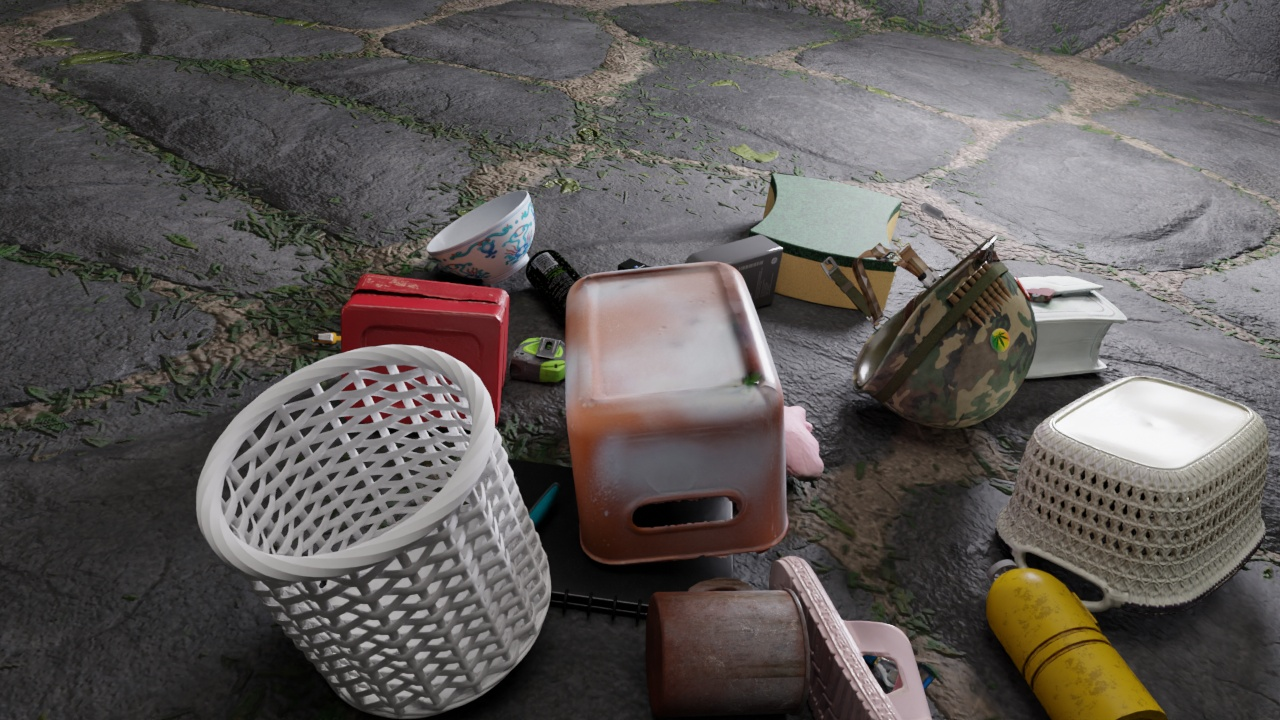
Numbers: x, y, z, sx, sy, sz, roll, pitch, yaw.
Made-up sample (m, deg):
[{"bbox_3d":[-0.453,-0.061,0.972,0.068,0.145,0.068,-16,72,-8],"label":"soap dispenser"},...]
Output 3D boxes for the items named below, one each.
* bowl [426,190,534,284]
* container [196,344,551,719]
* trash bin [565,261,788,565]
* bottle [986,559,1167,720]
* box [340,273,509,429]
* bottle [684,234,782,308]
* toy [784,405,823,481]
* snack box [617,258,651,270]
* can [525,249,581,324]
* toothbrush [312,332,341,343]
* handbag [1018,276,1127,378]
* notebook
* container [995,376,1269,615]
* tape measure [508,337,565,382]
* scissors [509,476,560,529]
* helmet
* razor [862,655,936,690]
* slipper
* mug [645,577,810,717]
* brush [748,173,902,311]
[{"bbox_3d":[-0.186,-0.143,1.148,0.144,0.074,0.143,-24,24,12],"label":"bowl"},{"bbox_3d":[-0.171,0.119,0.636,0.189,0.187,0.189,-7,43,6],"label":"container"},{"bbox_3d":[0.025,0.034,0.819,0.181,0.158,0.259,-6,34,0],"label":"trash bin"},{"bbox_3d":[0.328,0.226,0.722,0.071,0.071,0.163,-2,35,-14],"label":"bottle"},{"bbox_3d":[-0.213,-0.006,0.910,0.157,0.136,0.117,5,32,-1],"label":"box"},{"bbox_3d":[0.094,-0.096,1.145,0.173,0.084,0.046,-18,41,-31],"label":"bottle"},{"bbox_3d":[0.138,0.078,0.918,0.099,0.053,0.095,9,41,15],"label":"toy"},{"bbox_3d":[0.036,-0.055,1.073,0.148,0.080,0.025,26,38,25],"label":"snack box"},{"bbox_3d":[-0.092,-0.085,1.117,0.053,0.054,0.137,-12,38,-27],"label":"can"},{"bbox_3d":[-0.264,-0.024,1.020,0.196,0.031,0.031,0,-11,-3],"label":"toothbrush"},{"bbox_3d":[0.476,-0.053,1.143,0.198,0.096,0.142,-4,34,-14],"label":"handbag"},{"bbox_3d":[-0.035,0.156,0.802,0.231,0.019,0.168,8,32,1],"label":"notebook"},{"bbox_3d":[0.458,0.115,0.846,0.251,0.143,0.185,-18,28,-33],"label":"container"},{"bbox_3d":[-0.107,-0.004,1.009,0.065,0.036,0.058,8,33,2],"label":"tape measure"},{"bbox_3d":[-0.109,0.143,0.768,0.150,0.019,0.130,-18,33,-24],"label":"scissors"},{"bbox_3d":[0.312,-0.049,0.997,0.236,0.193,0.224,29,80,3],"label":"helmet"},{"bbox_3d":[0.170,0.223,0.742,0.042,0.022,0.144,-46,47,-8],"label":"razor"},{"bbox_3d":[0.161,0.232,0.660,0.064,0.094,0.239,-6,30,-13],"label":"slipper"},{"bbox_3d":[0.059,0.205,0.684,0.110,0.096,0.122,6,25,-10],"label":"mug"},{"bbox_3d":[0.260,-0.172,1.296,0.195,0.075,0.249,13,34,9],"label":"brush"}]
